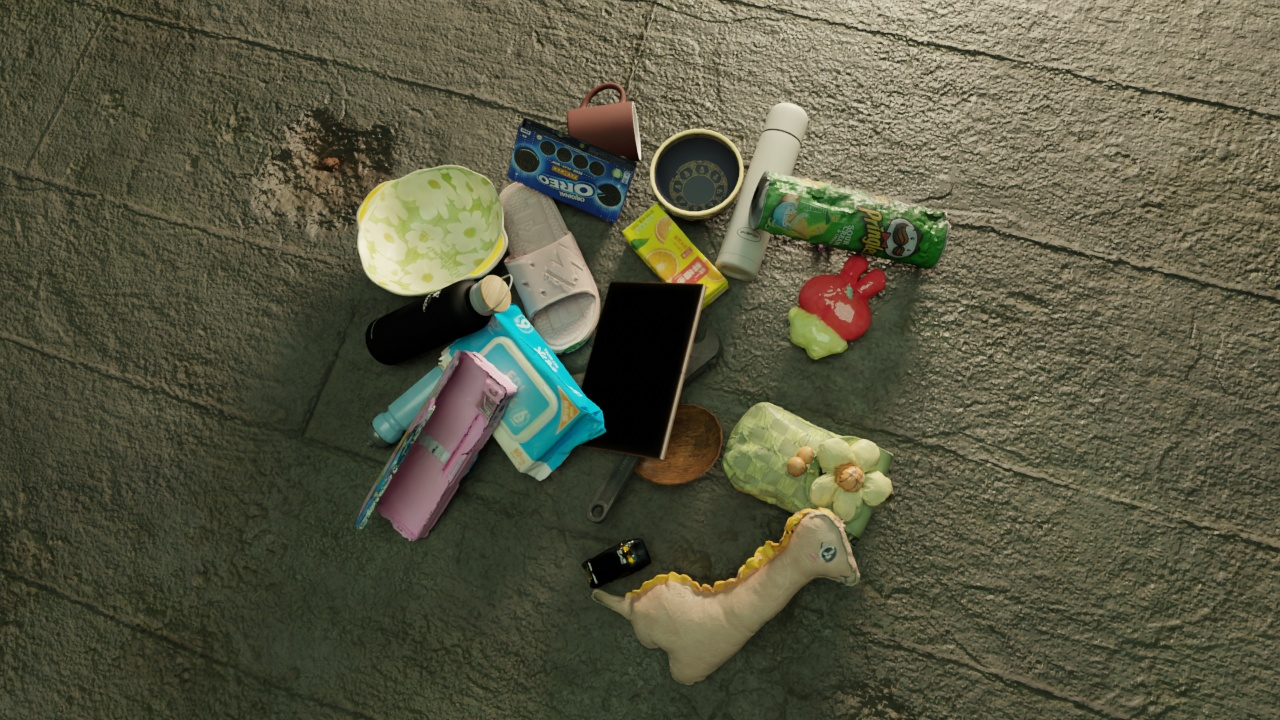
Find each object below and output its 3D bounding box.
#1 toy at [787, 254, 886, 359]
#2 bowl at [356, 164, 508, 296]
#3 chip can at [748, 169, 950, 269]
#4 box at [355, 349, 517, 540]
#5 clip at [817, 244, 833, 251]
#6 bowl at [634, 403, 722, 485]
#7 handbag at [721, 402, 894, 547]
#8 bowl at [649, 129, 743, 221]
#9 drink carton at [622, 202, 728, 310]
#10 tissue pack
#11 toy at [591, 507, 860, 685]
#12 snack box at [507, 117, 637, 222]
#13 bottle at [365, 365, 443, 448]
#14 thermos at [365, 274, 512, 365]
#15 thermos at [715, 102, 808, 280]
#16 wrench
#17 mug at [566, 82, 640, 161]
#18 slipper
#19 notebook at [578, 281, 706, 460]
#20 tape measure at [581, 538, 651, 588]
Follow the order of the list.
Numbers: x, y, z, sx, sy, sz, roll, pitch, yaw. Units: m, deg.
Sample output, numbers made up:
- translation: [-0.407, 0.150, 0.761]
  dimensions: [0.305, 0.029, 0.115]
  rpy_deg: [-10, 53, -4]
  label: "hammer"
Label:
- translation: [0.231, -0.064, 1.080]
  dimensions: [0.091, 0.045, 0.135]
  rpy_deg: [37, 88, 17]
  label: "toy"
- translation: [-0.253, -0.150, 1.147]
  dimensions: [0.219, 0.060, 0.188]
  rpy_deg: [26, 73, 23]
  label: "bowl"
- translation: [0.239, -0.164, 1.062]
  dimensions: [0.223, 0.075, 0.075]
  rpy_deg: [12, 78, -6]
  label: "chip can"
- translation: [-0.244, 0.101, 1.040]
  dimensions: [0.085, 0.096, 0.231]
  rpy_deg: [38, 105, 15]
  label: "box"
- translation: [0.222, -0.158, 1.122]
  dimensions: [0.036, 0.013, 0.053]
  rpy_deg: [-19, 77, 4]
  label: "clip"
- translation: [0.044, 0.101, 1.067]
  dimensions: [0.114, 0.026, 0.101]
  rpy_deg: [-3, 61, 23]
  label: "bowl"
- translation: [0.183, 0.119, 1.005]
  dimensions: [0.186, 0.117, 0.113]
  rpy_deg: [23, 80, 10]
  label: "handbag"
- translation: [0.071, -0.220, 1.131]
  dimensions: [0.112, 0.061, 0.112]
  rpy_deg: [-2, 76, 7]
  label: "bowl"
- translation: [0.043, -0.122, 1.122]
  dimensions: [0.058, 0.043, 0.134]
  rpy_deg: [-41, 74, 0]
  label: "drink carton"
- translation: [-0.141, 0.036, 1.086]
  dimensions: [0.117, 0.066, 0.209]
  rpy_deg: [-43, 77, 14]
  label: "tissue pack"
- translation: [0.093, 0.234, 0.978]
  dimensions: [0.196, 0.065, 0.265]
  rpy_deg: [40, 109, -1]
  label: "toy"
- translation: [-0.086, -0.233, 1.131]
  dimensions: [0.150, 0.082, 0.027]
  rpy_deg: [22, 43, 1]
  label: "snack box"
- translation: [-0.282, 0.061, 1.120]
  dimensions: [0.130, 0.040, 0.040]
  rpy_deg: [-40, 75, -3]
  label: "bottle"
- translation: [-0.229, -0.051, 1.069]
  dimensions: [0.232, 0.061, 0.061]
  rpy_deg: [-18, 71, 38]
  label: "thermos"
- translation: [0.151, -0.209, 1.122]
  dimensions: [0.052, 0.052, 0.224]
  rpy_deg: [18, 79, 11]
  label: "thermos"
- translation: [0.014, 0.069, 1.072]
  dimensions: [0.073, 0.018, 0.272]
  rpy_deg: [22, 74, 32]
  label: "wrench"
- translation: [-0.047, -0.299, 1.158]
  dimensions: [0.082, 0.073, 0.105]
  rpy_deg: [-6, 81, 6]
  label: "mug"
- translation: [-0.119, -0.126, 1.133]
  dimensions: [0.094, 0.064, 0.239]
  rpy_deg: [-22, 73, 2]
  label: "slipper"
- translation: [-0.006, 0.006, 1.081]
  dimensions: [0.142, 0.008, 0.209]
  rpy_deg: [5, 75, 38]
  label: "notebook"
- translation: [-0.022, 0.223, 1.033]
  dimensions: [0.067, 0.062, 0.038]
  rpy_deg: [-38, 68, 36]
  label: "tape measure"
